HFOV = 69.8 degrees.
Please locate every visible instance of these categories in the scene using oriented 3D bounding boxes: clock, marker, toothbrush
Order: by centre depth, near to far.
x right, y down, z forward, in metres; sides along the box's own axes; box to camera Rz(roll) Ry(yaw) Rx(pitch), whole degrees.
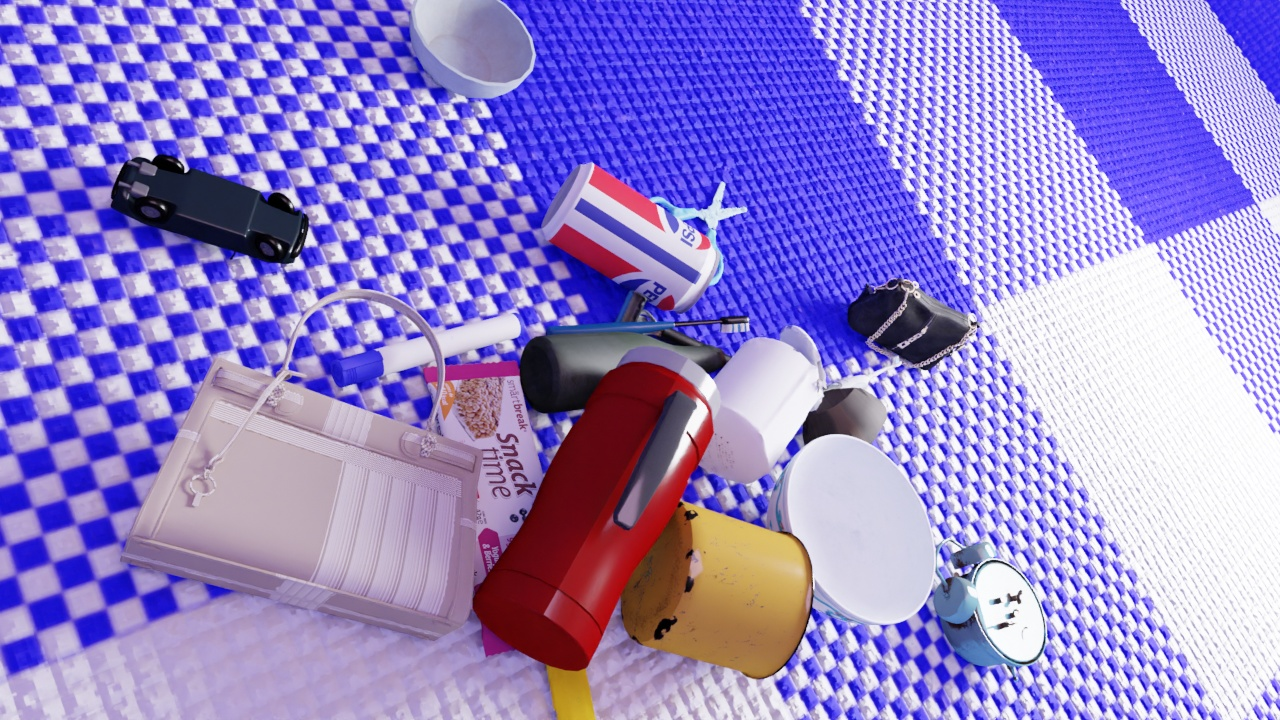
[{"bbox_3d":[-0.141,-0.009,0.628,0.141,0.020,0.020,-19,76,-40],"label":"marker"},{"bbox_3d":[0.008,-0.025,0.716,0.167,0.014,0.014,-5,100,-18],"label":"toothbrush"},{"bbox_3d":[0.288,0.206,0.777,0.124,0.053,0.089,48,47,-2],"label":"clock"},{"bbox_3d":[0.184,0.026,0.830,0.185,0.022,0.024,-19,95,-38],"label":"toothbrush"}]

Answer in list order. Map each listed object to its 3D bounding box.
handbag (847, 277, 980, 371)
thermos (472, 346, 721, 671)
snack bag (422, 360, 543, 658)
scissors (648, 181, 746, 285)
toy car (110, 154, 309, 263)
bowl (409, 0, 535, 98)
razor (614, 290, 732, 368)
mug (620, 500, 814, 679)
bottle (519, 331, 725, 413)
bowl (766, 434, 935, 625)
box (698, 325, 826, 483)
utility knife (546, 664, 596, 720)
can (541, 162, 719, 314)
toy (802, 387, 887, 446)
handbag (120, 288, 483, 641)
[{"bbox_3d":[0.261,-0.040,0.881,0.128,0.079,0.054,26,52,-20],"label":"handbag"},{"bbox_3d":[-0.016,0.081,0.565,0.084,0.108,0.198,37,55,-8],"label":"thermos"},{"bbox_3d":[-0.090,0.088,0.602,0.070,0.016,0.196,-3,64,-30],"label":"snack bag"},{"bbox_3d":[0.048,-0.132,0.837,0.111,0.015,0.140,33,44,-16],"label":"scissors"},{"bbox_3d":[-0.269,-0.093,0.579,0.112,0.034,0.046,18,55,-24],"label":"toy car"},{"bbox_3d":[-0.143,-0.256,0.755,0.106,0.039,0.106,16,57,-26],"label":"bowl"},{"bbox_3d":[0.040,-0.013,0.756,0.144,0.022,0.043,24,95,-27],"label":"razor"},{"bbox_3d":[0.044,0.147,0.624,0.094,0.100,0.123,21,14,-21],"label":"mug"},{"bbox_3d":[-0.004,0.004,0.692,0.173,0.055,0.055,-5,68,-38],"label":"bottle"},{"bbox_3d":[0.146,0.137,0.705,0.143,0.074,0.143,16,56,-26],"label":"bowl"},{"bbox_3d":[0.100,0.029,0.723,0.142,0.089,0.080,-49,133,-38],"label":"box"},{"bbox_3d":[-0.041,0.209,0.574,0.030,0.019,0.223,4,64,-38],"label":"utility knife"},{"bbox_3d":[-0.008,-0.096,0.735,0.132,0.070,0.070,30,51,-17],"label":"can"},{"bbox_3d":[0.182,0.070,0.780,0.100,0.076,0.062,57,6,-17],"label":"toy"},{"bbox_3d":[-0.174,0.044,0.545,0.175,0.062,0.197,23,55,-23],"label":"handbag"}]
